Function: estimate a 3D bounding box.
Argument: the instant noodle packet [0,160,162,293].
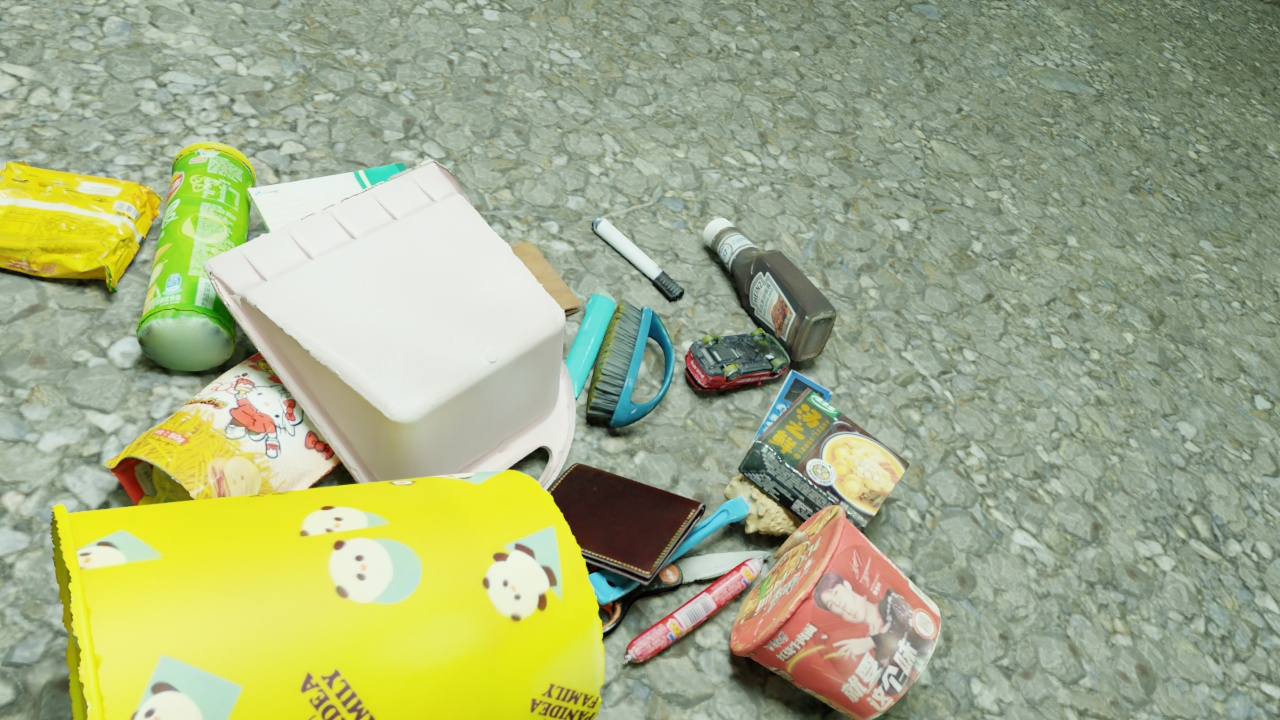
[{"bbox_3d":[-0.484,-0.113,0.771,0.128,0.044,0.110,11,53,-9],"label":"instant noodle packet"}]

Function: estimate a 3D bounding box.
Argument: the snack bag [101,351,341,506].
[{"bbox_3d":[-0.284,0.051,0.702,0.128,0.073,0.207,31,38,7],"label":"snack bag"}]

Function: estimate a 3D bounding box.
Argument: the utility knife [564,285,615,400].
[{"bbox_3d":[-0.055,-0.011,0.880,0.029,0.013,0.170,20,48,-1],"label":"utility knife"}]

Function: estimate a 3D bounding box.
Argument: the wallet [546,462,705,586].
[{"bbox_3d":[-0.024,0.126,0.726,0.122,0.020,0.096,14,37,27],"label":"wallet"}]

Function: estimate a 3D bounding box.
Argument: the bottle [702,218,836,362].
[{"bbox_3d":[0.130,-0.085,0.977,0.044,0.080,0.195,-14,48,-27],"label":"bottle"}]

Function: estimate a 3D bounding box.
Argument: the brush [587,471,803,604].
[{"bbox_3d":[0.057,0.140,0.758,0.254,0.046,0.083,-20,58,-37],"label":"brush"}]

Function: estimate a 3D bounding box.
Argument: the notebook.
[{"bbox_3d":[-0.232,-0.093,0.804,0.150,0.012,0.209,-20,61,-32],"label":"notebook"}]

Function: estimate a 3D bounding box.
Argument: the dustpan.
[{"bbox_3d":[-0.179,-0.003,0.742,0.222,0.139,0.273,-32,63,-32],"label":"dustpan"}]

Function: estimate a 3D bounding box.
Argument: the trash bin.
[{"bbox_3d":[-0.175,0.174,0.525,0.254,0.230,0.229,-7,53,-34],"label":"trash bin"}]

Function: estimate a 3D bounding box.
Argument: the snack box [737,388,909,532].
[{"bbox_3d":[0.163,0.089,0.800,0.113,0.053,0.125,38,43,13],"label":"snack box"}]

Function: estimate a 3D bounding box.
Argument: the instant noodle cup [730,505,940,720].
[{"bbox_3d":[0.151,0.196,0.697,0.108,0.138,0.137,38,46,1],"label":"instant noodle cup"}]

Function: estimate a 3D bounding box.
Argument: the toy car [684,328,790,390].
[{"bbox_3d":[0.095,0.001,0.908,0.120,0.045,0.053,-8,54,-37],"label":"toy car"}]

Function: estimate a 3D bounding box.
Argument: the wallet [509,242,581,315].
[{"bbox_3d":[-0.129,-0.073,0.901,0.115,0.020,0.101,-17,57,-38],"label":"wallet"}]

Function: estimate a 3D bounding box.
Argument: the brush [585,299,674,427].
[{"bbox_3d":[-0.005,0.005,0.855,0.073,0.055,0.143,18,45,-6],"label":"brush"}]

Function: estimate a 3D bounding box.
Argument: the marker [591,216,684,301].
[{"bbox_3d":[-0.005,-0.110,0.987,0.131,0.018,0.022,42,57,16],"label":"marker"}]

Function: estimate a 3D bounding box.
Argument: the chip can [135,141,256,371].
[{"bbox_3d":[-0.372,-0.090,0.777,0.072,0.073,0.221,4,48,-20],"label":"chip can"}]

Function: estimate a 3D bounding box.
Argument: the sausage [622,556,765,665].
[{"bbox_3d":[0.046,0.196,0.722,0.155,0.020,0.020,-27,64,-32],"label":"sausage"}]

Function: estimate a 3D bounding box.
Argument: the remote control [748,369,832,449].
[{"bbox_3d":[0.146,0.059,0.891,0.049,0.024,0.124,31,47,6],"label":"remote control"}]

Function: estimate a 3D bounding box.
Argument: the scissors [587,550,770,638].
[{"bbox_3d":[0.004,0.161,0.741,0.234,0.022,0.125,-23,61,-37],"label":"scissors"}]
